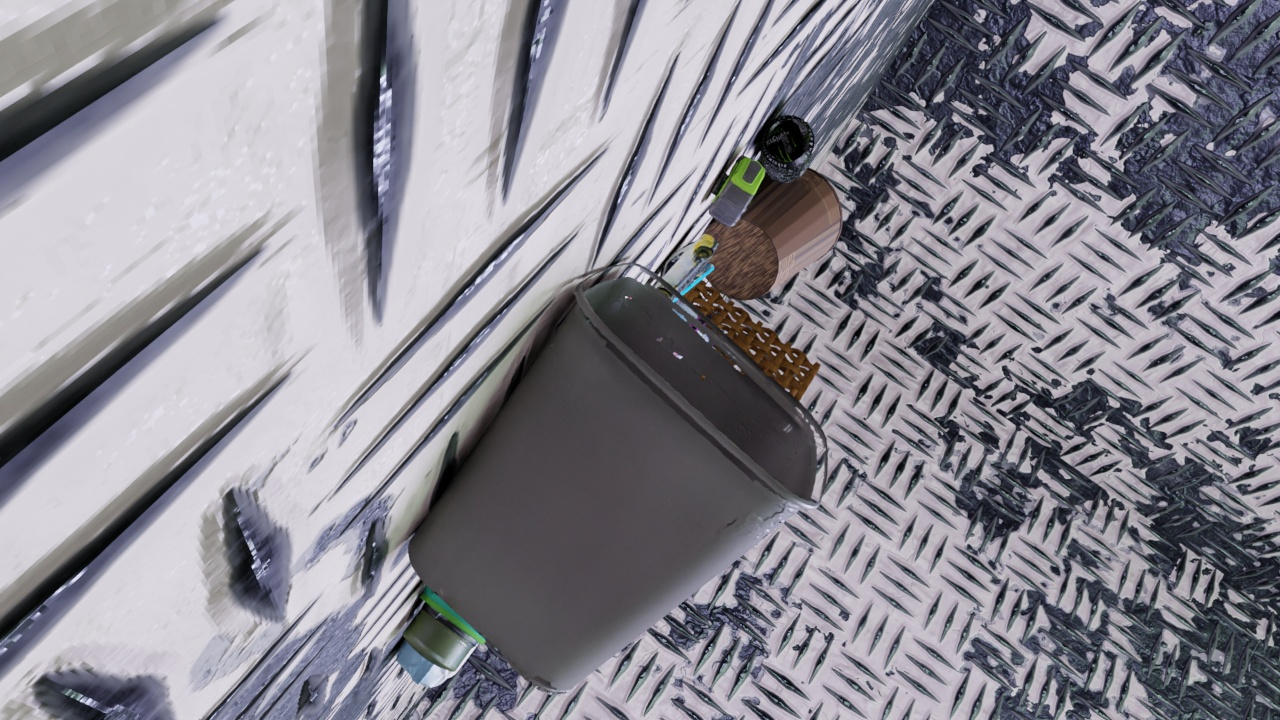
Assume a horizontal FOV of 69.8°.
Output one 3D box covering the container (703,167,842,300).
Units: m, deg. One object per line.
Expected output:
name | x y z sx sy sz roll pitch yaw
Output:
container | 0.151 -0.149 1.097 0.166 0.132 0.132 -41 168 -49

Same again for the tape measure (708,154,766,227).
tape measure | 0.086 -0.158 0.845 0.066 0.036 0.058 -58 -175 7

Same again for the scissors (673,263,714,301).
scissors | 0.025 -0.057 0.944 0.134 0.015 0.066 -37 179 -10

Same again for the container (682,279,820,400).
container | 0.063 0.072 1.259 0.218 0.214 0.252 -51 175 -39

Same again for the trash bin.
trash bin | -0.020 0.083 0.630 0.220 0.197 0.197 -48 178 18

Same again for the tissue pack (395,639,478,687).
tissue pack | -0.219 0.314 1.076 0.112 0.070 0.182 -54 177 -12

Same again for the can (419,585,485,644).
can | -0.132 0.185 0.862 0.143 0.083 0.083 -52 176 -20

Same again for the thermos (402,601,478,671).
thermos | -0.148 0.205 0.939 0.231 0.082 0.082 -52 176 -18

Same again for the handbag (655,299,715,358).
handbag | -0.006 0.006 0.971 0.145 0.068 0.169 -30 -175 44

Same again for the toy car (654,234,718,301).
toy car | 0.035 -0.083 0.900 0.105 0.033 0.048 -48 177 -18

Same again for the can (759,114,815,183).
can | 0.151 -0.217 0.950 0.054 0.054 0.137 -54 176 8
